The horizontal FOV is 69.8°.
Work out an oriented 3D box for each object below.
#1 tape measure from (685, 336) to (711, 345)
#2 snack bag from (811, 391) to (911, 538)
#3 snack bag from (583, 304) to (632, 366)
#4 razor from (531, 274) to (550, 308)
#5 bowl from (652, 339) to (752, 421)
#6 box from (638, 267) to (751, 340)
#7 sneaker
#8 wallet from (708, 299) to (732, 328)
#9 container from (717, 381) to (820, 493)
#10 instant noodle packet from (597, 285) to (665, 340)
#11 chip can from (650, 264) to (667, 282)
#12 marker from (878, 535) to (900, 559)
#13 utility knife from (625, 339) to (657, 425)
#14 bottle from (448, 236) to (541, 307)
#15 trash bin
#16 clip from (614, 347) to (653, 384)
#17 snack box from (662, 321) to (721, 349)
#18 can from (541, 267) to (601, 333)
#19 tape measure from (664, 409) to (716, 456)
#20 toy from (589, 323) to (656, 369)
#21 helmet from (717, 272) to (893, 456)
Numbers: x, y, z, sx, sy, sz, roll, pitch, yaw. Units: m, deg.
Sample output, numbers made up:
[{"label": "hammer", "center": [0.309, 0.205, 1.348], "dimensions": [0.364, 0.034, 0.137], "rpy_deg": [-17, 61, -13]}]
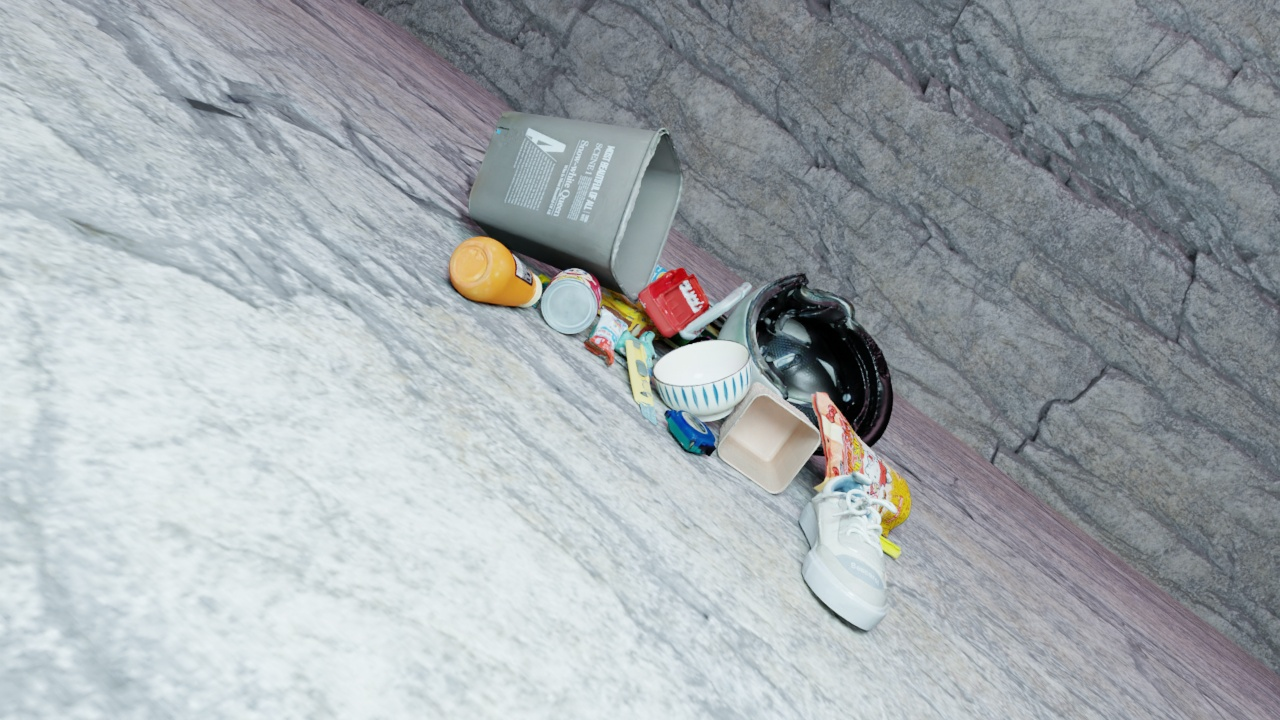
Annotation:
[{"label": "tape measure", "center": [0.087, -0.005, 1.305], "dimensions": [0.058, 0.057, 0.039], "rpy_deg": [55, -4, -39]}, {"label": "snack bag", "center": [0.263, 0.136, 1.131], "dimensions": [0.208, 0.073, 0.128], "rpy_deg": [40, 45, -44]}, {"label": "snack bag", "center": [-0.039, -0.031, 1.094], "dimensions": [0.045, 0.026, 0.105], "rpy_deg": [32, 33, -7]}, {"label": "razor", "center": [-0.127, -0.092, 1.139], "dimensions": [0.043, 0.028, 0.132], "rpy_deg": [32, 10, 1]}, {"label": "bowl", "center": [0.077, 0.030, 1.079], "dimensions": [0.116, 0.116, 0.066], "rpy_deg": [-116, -169, -65]}, {"label": "box", "center": [0.079, -0.094, 1.250], "dimensions": [0.094, 0.100, 0.200], "rpy_deg": [56, 20, -2]}, {"label": "sneaker", "center": [0.211, 0.174, 0.894], "dimensions": [0.089, 0.091, 0.242], "rpy_deg": [34, 13, -2]}, {"label": "wallet", "center": [0.145, -0.060, 1.415], "dimensions": [0.106, 0.037, 0.129], "rpy_deg": [38, 11, 14]}, {"label": "container", "center": [0.145, 0.084, 1.064], "dimensions": [0.090, 0.090, 0.111], "rpy_deg": [35, 10, -2]}, {"label": "instant noodle packet", "center": [-0.031, -0.074, 1.281], "dimensions": [0.128, 0.044, 0.110], "rpy_deg": [39, 15, 27]}, {"label": "chip can", "center": [-0.001, -0.144, 1.558], "dimensions": [0.210, 0.071, 0.071], "rpy_deg": [38, 13, 12]}, {"label": "marker", "center": [0.261, 0.200, 1.103], "dimensions": [0.124, 0.015, 0.018], "rpy_deg": [33, 7, -4]}, {"label": "utility knife", "center": [0.000, 0.021, 1.050], "dimensions": [0.031, 0.019, 0.182], "rpy_deg": [21, 31, -18]}, {"label": "bottle", "center": [-0.147, -0.087, 0.993], "dimensions": [0.067, 0.067, 0.149], "rpy_deg": [40, 6, 20]}, {"label": "trash bin", "center": [-0.082, -0.209, 1.190], "dimensions": [0.220, 0.199, 0.198], "rpy_deg": [18, -8, 14]}, {"label": "clip", "center": [-0.007, 0.007, 1.105], "dimensions": [0.058, 0.037, 0.026], "rpy_deg": [41, 19, 12]}, {"label": "snack box", "center": [0.099, -0.027, 1.405], "dimensions": [0.240, 0.063, 0.114], "rpy_deg": [37, 11, 9]}, {"label": "can", "center": [-0.081, -0.073, 1.091], "dimensions": [0.066, 0.066, 0.093], "rpy_deg": [34, 12, -7]}, {"label": "tape measure", "center": [0.054, 0.078, 0.981], "dimensions": [0.054, 0.025, 0.058], "rpy_deg": [25, 20, -46]}, {"label": "toy", "center": [-0.016, -0.024, 1.152], "dimensions": [0.092, 0.030, 0.096], "rpy_deg": [38, 33, -3]}, {"label": "helmet", "center": [0.202, 0.019, 1.248], "dimensions": [0.274, 0.229, 0.157], "rpy_deg": [29, -30, -34]}]
